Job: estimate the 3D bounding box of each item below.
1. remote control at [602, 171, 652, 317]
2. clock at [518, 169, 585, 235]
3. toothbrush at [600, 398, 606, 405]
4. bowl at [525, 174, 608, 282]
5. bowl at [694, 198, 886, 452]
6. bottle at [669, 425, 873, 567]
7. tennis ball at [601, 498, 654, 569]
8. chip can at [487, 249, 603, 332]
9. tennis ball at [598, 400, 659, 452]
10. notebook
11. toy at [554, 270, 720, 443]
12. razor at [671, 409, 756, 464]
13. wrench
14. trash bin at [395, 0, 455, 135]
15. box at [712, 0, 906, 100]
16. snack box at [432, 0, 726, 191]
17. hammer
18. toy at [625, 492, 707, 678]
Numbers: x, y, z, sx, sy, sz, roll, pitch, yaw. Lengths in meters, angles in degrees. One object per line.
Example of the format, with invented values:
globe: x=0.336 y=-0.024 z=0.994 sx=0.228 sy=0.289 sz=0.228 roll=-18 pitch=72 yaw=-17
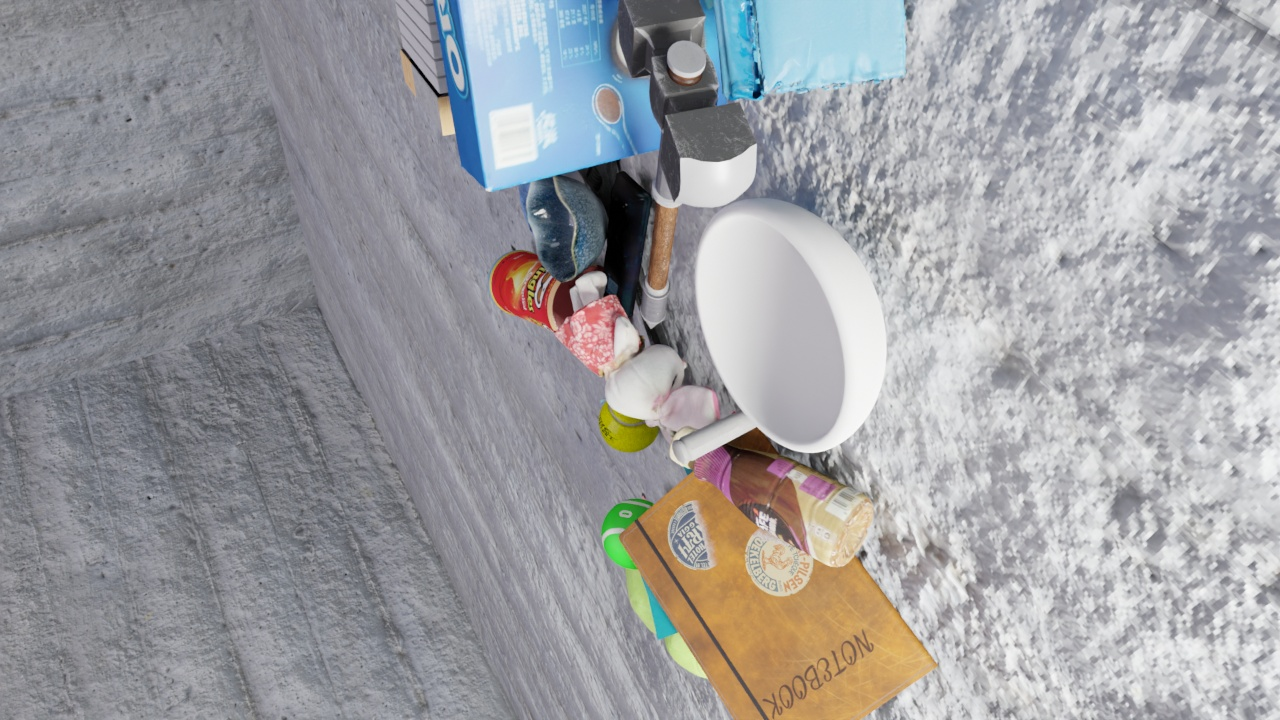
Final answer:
remote control: x=-0.019 y=-0.104 z=0.866 sx=0.047 sy=0.022 sz=0.151 roll=47 pitch=147 yaw=30
clock: x=-0.094 y=-0.180 z=0.969 sx=0.089 sy=0.051 sz=0.125 roll=16 pitch=123 yaw=63
toothbrush: x=-0.022 y=0.020 z=1.021 sx=0.022 sy=0.016 sz=0.155 roll=32 pitch=150 yaw=4
bowl: x=-0.066 y=-0.133 z=0.889 sx=0.110 sy=0.055 sz=0.110 roll=44 pitch=143 yaw=47
bowl: x=0.111 y=-0.029 z=0.628 sx=0.176 sy=0.066 sz=0.177 roll=47 pitch=148 yaw=41
bottle: x=0.096 y=0.098 z=0.717 sx=0.166 sy=0.059 sz=0.060 roll=26 pitch=135 yaw=31
tennis ball: x=-0.004 y=0.162 z=0.855 sx=0.065 sy=0.065 sz=0.065 roll=47 pitch=148 yaw=41
chip can: x=-0.099 y=-0.074 z=1.025 sx=0.213 sy=0.087 sz=0.087 roll=23 pitch=129 yaw=61
tennis ball: x=-0.012 y=0.064 z=0.973 sx=0.065 sy=0.065 sz=0.065 roll=47 pitch=148 yaw=41
notebook: x=0.091 y=0.190 z=0.752 sx=0.179 sy=0.014 sz=0.249 roll=-43 pitch=66 yaw=18
toy: x=-0.005 y=0.005 z=0.866 sx=0.194 sy=0.084 sz=0.159 roll=51 pitch=163 yaw=8
razor: x=0.077 y=0.047 z=0.702 sx=0.088 sy=0.116 sz=0.047 roll=53 pitch=157 yaw=34
wrench: x=-0.012 y=-0.108 z=0.896 sx=0.073 sy=0.018 sz=0.273 roll=-1 pitch=109 yaw=65
trash bin: x=-0.120 y=-0.329 z=0.718 sx=0.142 sy=0.142 sz=0.247 roll=-127 pitch=28 yaw=-49
box: x=0.093 y=-0.272 z=0.509 sx=0.112 sy=0.094 sz=0.232 roll=0 pitch=114 yaw=20
snack box: x=-0.037 y=-0.250 z=0.607 sx=0.056 sy=0.195 sz=0.239 roll=46 pitch=147 yaw=48
hammer: x=0.018 y=-0.099 z=0.653 sx=0.323 sy=0.043 sz=0.156 roll=97 pitch=159 yaw=-64
toy: x=0.044 y=0.249 z=0.968 sx=0.197 sy=0.107 sz=0.150 roll=26 pitch=135 yaw=47
